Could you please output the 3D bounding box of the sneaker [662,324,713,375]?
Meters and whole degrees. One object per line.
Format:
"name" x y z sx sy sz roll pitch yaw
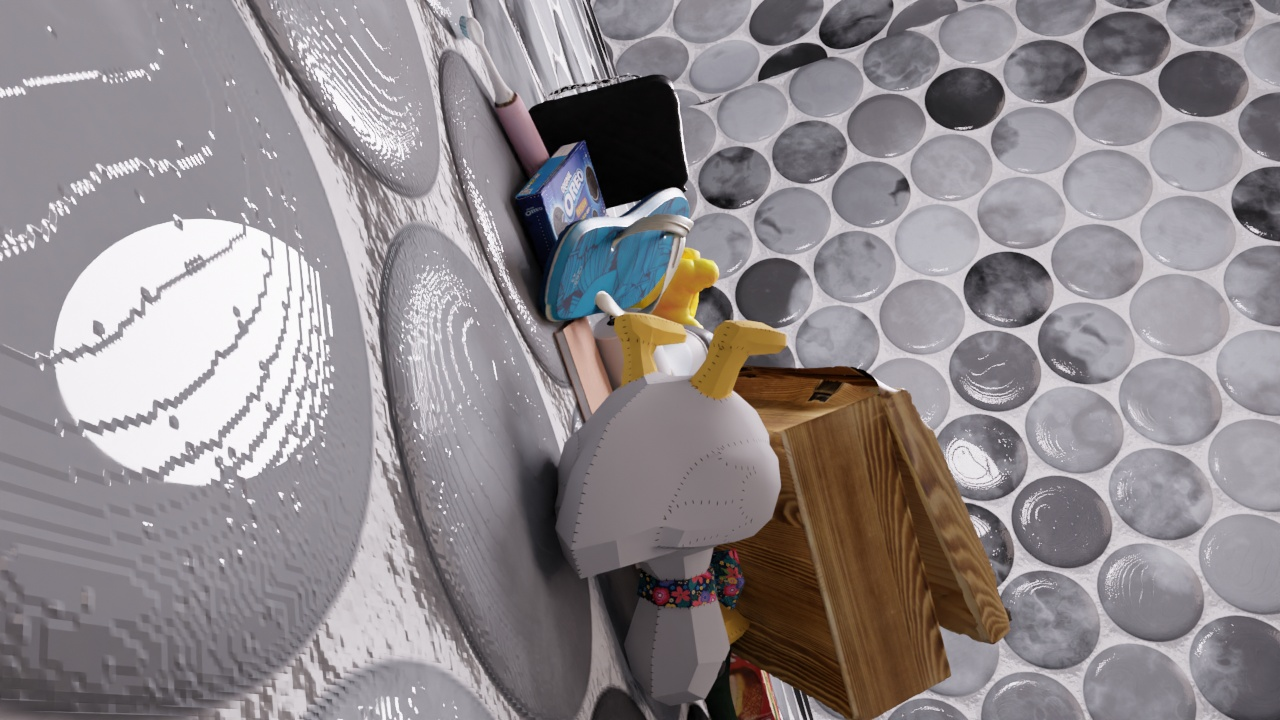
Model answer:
"sneaker" 0.041 0.093 1.045 0.160 0.093 0.257 -21 107 -61

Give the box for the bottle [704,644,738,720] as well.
"bottle" 0.055 0.252 0.802 0.055 0.055 0.174 -56 129 -81

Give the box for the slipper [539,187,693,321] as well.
"slipper" -0.002 -0.085 0.813 0.294 0.060 0.118 -32 146 -65

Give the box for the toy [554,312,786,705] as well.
"toy" 0.019 0.102 0.606 0.246 0.141 0.267 11 86 -63

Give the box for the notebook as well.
"notebook" -0.027 0.064 0.816 0.141 0.008 0.209 -64 136 -80

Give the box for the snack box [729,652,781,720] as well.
"snack box" 0.096 0.296 0.992 0.113 0.060 0.236 67 8 -47

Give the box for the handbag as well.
"handbag" -0.032 -0.216 0.933 0.114 0.154 0.125 -102 177 -63

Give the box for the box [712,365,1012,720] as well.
"box" 0.139 0.127 0.801 0.280 0.175 0.247 -1 -72 68

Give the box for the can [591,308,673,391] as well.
"can" -0.005 0.005 0.910 0.064 0.064 0.127 -94 165 -63

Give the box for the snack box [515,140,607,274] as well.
"snack box" -0.065 -0.134 0.809 0.149 0.027 0.082 -72 149 -58

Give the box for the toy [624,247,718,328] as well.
"toy" 0.022 -0.086 1.181 0.194 0.087 0.134 -137 -123 -66

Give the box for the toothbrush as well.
"toothbrush" -0.106 -0.204 0.802 0.026 0.027 0.223 25 -24 33
